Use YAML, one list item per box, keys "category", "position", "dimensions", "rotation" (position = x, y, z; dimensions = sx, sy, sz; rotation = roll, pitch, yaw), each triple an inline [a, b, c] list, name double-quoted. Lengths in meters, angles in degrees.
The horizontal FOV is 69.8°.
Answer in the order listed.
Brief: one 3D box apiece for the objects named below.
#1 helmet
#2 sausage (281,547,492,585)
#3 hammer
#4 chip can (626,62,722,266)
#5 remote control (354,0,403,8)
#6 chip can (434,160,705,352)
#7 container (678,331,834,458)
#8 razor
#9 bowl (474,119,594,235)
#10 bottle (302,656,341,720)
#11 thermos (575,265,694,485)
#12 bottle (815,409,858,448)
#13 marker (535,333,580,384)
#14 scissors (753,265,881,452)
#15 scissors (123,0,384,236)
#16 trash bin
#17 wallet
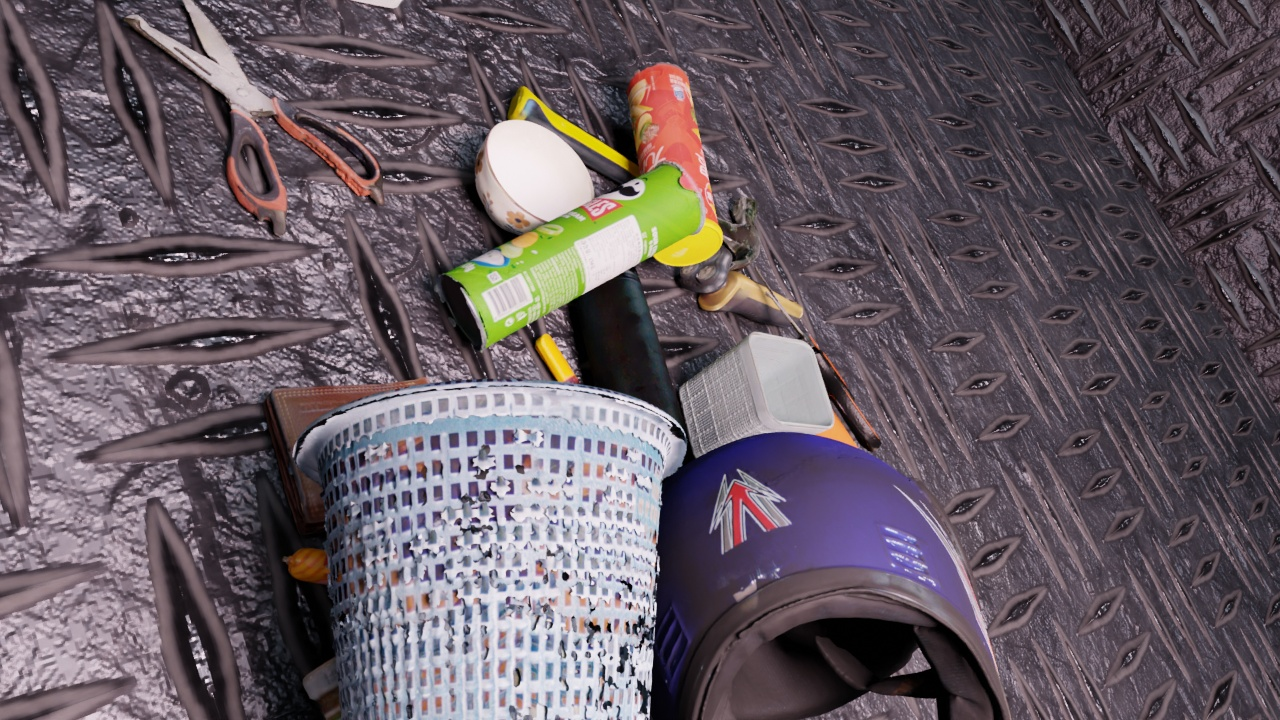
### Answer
- category: "helmet"
  position: [0.117, 0.200, 0.654]
  dimensions: [0.240, 0.247, 0.315]
  rotation: [-106, 172, -69]
- category: "sausage"
  position: [-0.159, 0.148, 0.619]
  dimensions: [0.165, 0.022, 0.021]
  rotation: [19, 53, -33]
- category: "hammer"
  position: [0.004, -0.189, 0.977]
  dimensions: [0.323, 0.032, 0.126]
  rotation: [26, 48, -28]
- category: "chip can"
  position: [0.032, -0.202, 0.934]
  dimensions: [0.073, 0.073, 0.216]
  rotation: [16, 53, -35]
- category: "remote control"
  position: [-0.279, -0.356, 0.837]
  dimensions: [0.124, 0.024, 0.049]
  rotation: [-7, 69, -45]
- category: "chip can"
  position: [-0.054, -0.091, 0.771]
  dimensions: [0.235, 0.072, 0.072]
  rotation: [-32, 87, -26]
- category: "container"
  position: [0.102, 0.041, 0.857]
  dimensions: [0.089, 0.112, 0.090]
  rotation: [9, 59, -39]
- category: "razor"
  position: [0.115, -0.073, 0.987]
  dimensions: [0.167, 0.062, 0.067]
  rotation: [18, 90, -40]
- category: "bowl"
  position: [-0.105, -0.155, 0.834]
  dimensions: [0.113, 0.062, 0.113]
  rotation: [24, 49, -31]
- category: "bottle"
  position: [-0.134, 0.268, 0.538]
  dimensions: [0.059, 0.060, 0.206]
  rotation: [-24, 78, -47]
- category: "thermos"
  position: [-0.005, 0.005, 0.815]
  dimensions: [0.090, 0.069, 0.242]
  rotation: [32, 38, -54]
- category: "bottle"
  position: [0.179, 0.069, 0.950]
  dimensions: [0.066, 0.067, 0.149]
  rotation: [4, 54, -40]
- category: "marker"
  position: [-0.055, 0.032, 0.795]
  dimensions: [0.124, 0.015, 0.018]
  rotation: [58, 36, 0]
- category: "scissors"
  position: [0.185, 0.002, 0.965]
  dimensions: [0.221, 0.022, 0.228]
  rotation: [60, 12, 19]
- category: "scissors"
  position: [-0.296, -0.189, 0.718]
  dimensions: [0.188, 0.015, 0.226]
  rotation: [4, 62, -40]
- category: "trash bin"
  position: [-0.080, 0.141, 0.506]
  dimensions: [0.226, 0.227, 0.194]
  rotation: [15, 60, -35]
- category: "wallet"
  position: [-0.191, 0.061, 0.641]
  dimensions: [0.124, 0.032, 0.101]
  rotation: [-4, 64, -44]
